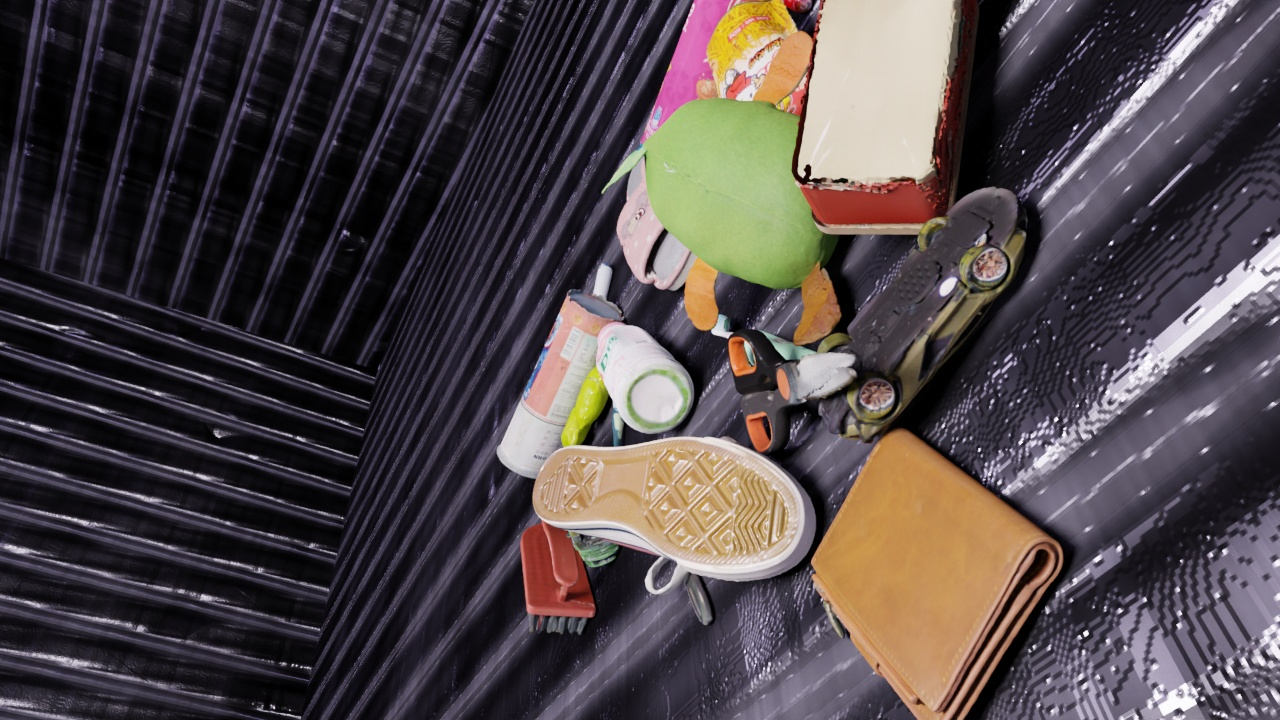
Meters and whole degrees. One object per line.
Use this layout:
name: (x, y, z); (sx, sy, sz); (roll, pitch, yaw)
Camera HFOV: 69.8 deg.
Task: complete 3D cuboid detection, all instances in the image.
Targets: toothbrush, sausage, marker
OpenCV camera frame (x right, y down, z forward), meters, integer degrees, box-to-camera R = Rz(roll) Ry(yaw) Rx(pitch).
toothbrush: (0.027, 0.144, 0.721); (0.016, 0.018, 0.181); (-57, 25, 16)
sausage: (0.133, -0.350, 0.866); (0.020, 0.020, 0.155); (-62, 22, 25)
toothbrush: (-0.020, 0.051, 0.921); (0.018, 0.016, 0.191); (-40, 36, 39)
toothbrush: (0.095, -0.005, 0.657); (0.224, 0.026, 0.027); (-147, 68, -70)
marker: (-0.054, -0.056, 1.096); (0.023, 0.018, 0.130); (-10, 63, 47)

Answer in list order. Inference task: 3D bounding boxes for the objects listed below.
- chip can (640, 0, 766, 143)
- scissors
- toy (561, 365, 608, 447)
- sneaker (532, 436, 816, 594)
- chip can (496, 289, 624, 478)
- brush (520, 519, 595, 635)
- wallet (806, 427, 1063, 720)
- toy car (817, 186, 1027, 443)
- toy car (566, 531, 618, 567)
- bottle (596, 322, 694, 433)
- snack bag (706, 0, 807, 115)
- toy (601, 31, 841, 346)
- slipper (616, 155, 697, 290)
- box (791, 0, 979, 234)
chip can: (0.067, -0.291, 0.878); (0.071, 0.071, 0.211); (-100, 27, -52)
scissors: (0.095, 0.027, 0.550); (0.235, 0.021, 0.137); (-128, 26, -72)
toy: (-0.056, 0.048, 0.989); (0.100, 0.031, 0.096); (120, 170, -48)
sneaker: (0.029, 0.106, 0.649); (0.242, 0.087, 0.118); (-1, 69, 44)
chip can: (-0.092, 0.028, 1.044); (0.215, 0.071, 0.071); (-64, 22, 20)
brush: (-0.084, 0.197, 0.893); (0.145, 0.063, 0.069); (-117, 37, -65)
wallet: (0.132, 0.108, 0.453); (0.119, 0.035, 0.130); (-67, 19, 12)
toy car: (0.151, -0.023, 0.498); (0.158, 0.042, 0.070); (-54, 18, 17)
toy car: (-0.049, 0.156, 0.860); (0.091, 0.043, 0.036); (-126, 20, -58)
bottle: (-0.005, 0.005, 0.855); (0.197, 0.068, 0.068); (-125, 56, -70)
snack bag: (0.107, -0.203, 0.764); (0.129, 0.073, 0.207); (-50, 36, 44)
toy: (0.081, -0.121, 0.663); (0.247, 0.089, 0.227); (38, 115, 42)
slipper: (0.013, -0.163, 0.962); (0.114, 0.054, 0.274); (-61, 22, 26)
box: (0.147, -0.167, 0.540); (0.091, 0.079, 0.168); (4, 73, 27)
